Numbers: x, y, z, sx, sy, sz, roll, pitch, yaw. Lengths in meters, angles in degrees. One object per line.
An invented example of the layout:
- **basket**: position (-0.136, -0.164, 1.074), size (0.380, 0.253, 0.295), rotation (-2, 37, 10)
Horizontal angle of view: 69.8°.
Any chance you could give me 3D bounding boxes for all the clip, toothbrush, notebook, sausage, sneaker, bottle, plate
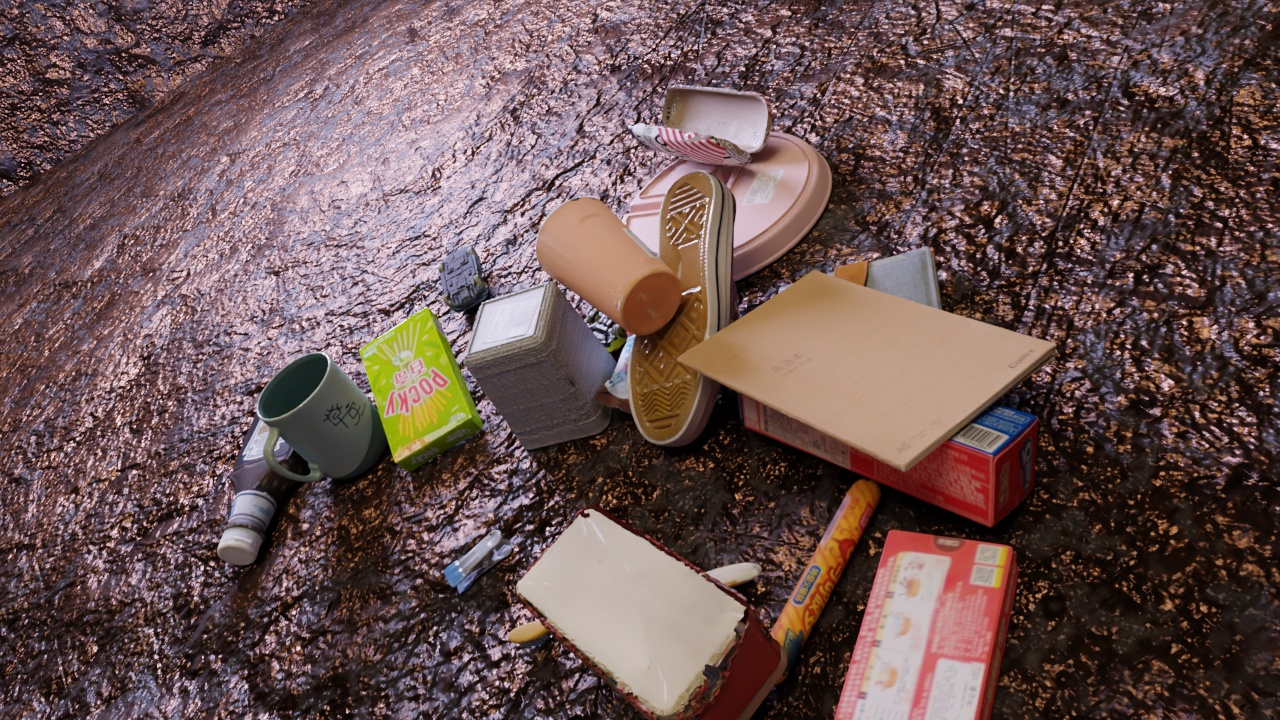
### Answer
- **clip**: position (-0.129, 0.161, 0.736), size (0.058, 0.036, 0.025), rotation (-41, 37, -5)
- **toothbrush**: position (-0.005, 0.173, 0.643), size (0.191, 0.018, 0.016), rotation (-19, 43, 13)
- **notebook**: position (0.147, -0.002, 0.634), size (0.149, 0.012, 0.212), rotation (-31, 34, -25)
- **sausage**: position (0.116, 0.139, 0.590), size (0.021, 0.021, 0.164), rotation (12, 57, 41)
- **sneaker**: position (0.054, -0.039, 0.771), size (0.118, 0.087, 0.240), rotation (-10, 64, 42)
- **bottle**: position (-0.379, 0.115, 0.929), size (0.080, 0.044, 0.194), rotation (-18, 42, 17)
- **plate**: position (0.078, -0.157, 0.924), size (0.230, 0.028, 0.229), rotation (-18, 40, 16)

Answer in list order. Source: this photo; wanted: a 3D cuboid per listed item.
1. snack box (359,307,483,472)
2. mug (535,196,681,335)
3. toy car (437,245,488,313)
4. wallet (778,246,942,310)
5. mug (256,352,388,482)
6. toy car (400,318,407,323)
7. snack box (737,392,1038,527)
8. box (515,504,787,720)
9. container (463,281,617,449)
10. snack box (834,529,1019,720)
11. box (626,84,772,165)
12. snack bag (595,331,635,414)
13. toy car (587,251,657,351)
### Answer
- **snack box**: position (-0.218, 0.026, 0.900), size (0.086, 0.026, 0.156), rotation (-31, 54, 2)
- **mug**: position (-0.023, -0.075, 0.749), size (0.078, 0.078, 0.123), rotation (-39, 47, -9)
- **toy car**: position (-0.199, -0.091, 1.035), size (0.049, 0.031, 0.105), rotation (-28, 40, 4)
- **wallet**: position (0.171, -0.041, 0.732), size (0.130, 0.037, 0.106), rotation (-13, 43, 22)
- **mug**: position (-0.308, 0.068, 0.880), size (0.082, 0.106, 0.111), rotation (3, 50, 34)
- **toy car**: position (-0.234, -0.005, 0.966), size (0.049, 0.031, 0.106), rotation (-29, 50, 2)
- **snack box**: position (0.159, 0.041, 0.625), size (0.057, 0.058, 0.208), rotation (-30, 33, -33)
- **box**: position (-0.003, 0.161, 0.571), size (0.091, 0.078, 0.168), rotation (-48, 39, -17)
- **container**: position (-0.087, 0.003, 0.795), size (0.090, 0.114, 0.090), rotation (-15, 41, 21)
- **snack box**: position (0.162, 0.170, 0.523), size (0.075, 0.025, 0.152), rotation (0, 49, 35)
- **box**: position (0.062, -0.248, 0.947), size (0.162, 0.075, 0.087), rotation (22, 90, 49)
- **snack bag**: position (-0.005, 0.005, 0.804), size (0.026, 0.045, 0.105), rotation (-56, 11, 52)
- **toy car**: position (-0.009, -0.055, 0.863), size (0.048, 0.032, 0.105), rotation (23, 77, 46)
